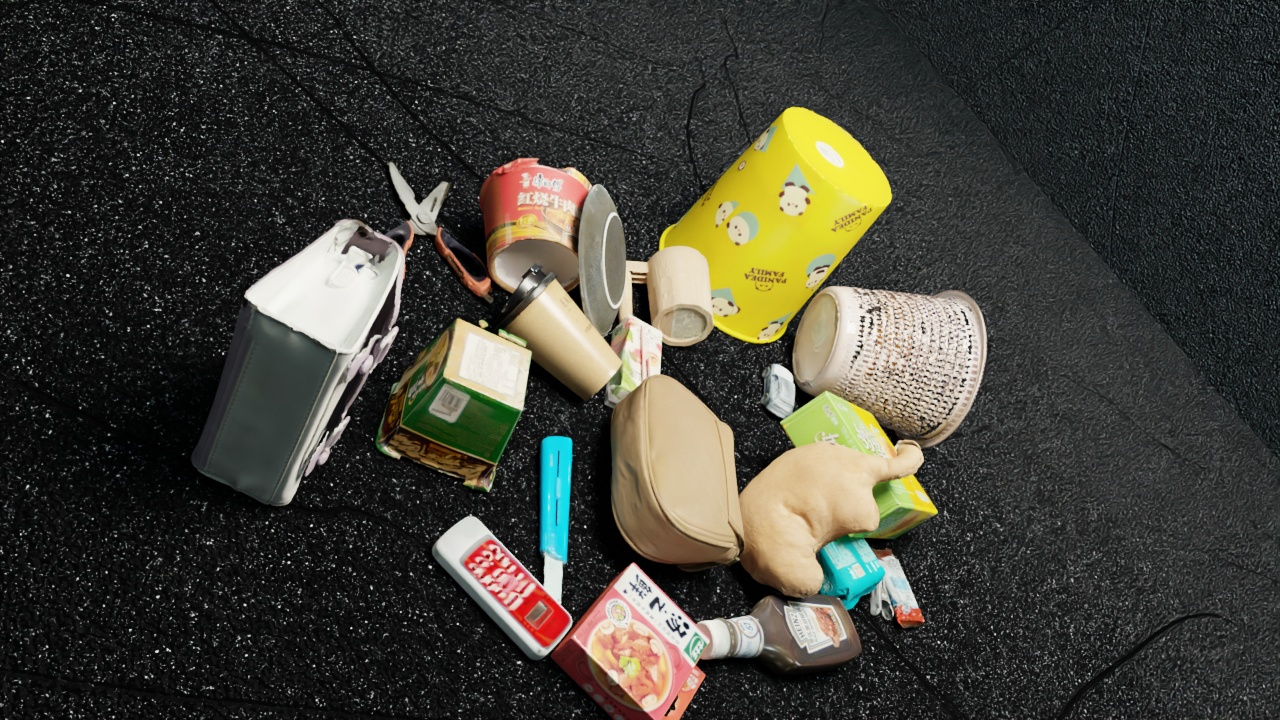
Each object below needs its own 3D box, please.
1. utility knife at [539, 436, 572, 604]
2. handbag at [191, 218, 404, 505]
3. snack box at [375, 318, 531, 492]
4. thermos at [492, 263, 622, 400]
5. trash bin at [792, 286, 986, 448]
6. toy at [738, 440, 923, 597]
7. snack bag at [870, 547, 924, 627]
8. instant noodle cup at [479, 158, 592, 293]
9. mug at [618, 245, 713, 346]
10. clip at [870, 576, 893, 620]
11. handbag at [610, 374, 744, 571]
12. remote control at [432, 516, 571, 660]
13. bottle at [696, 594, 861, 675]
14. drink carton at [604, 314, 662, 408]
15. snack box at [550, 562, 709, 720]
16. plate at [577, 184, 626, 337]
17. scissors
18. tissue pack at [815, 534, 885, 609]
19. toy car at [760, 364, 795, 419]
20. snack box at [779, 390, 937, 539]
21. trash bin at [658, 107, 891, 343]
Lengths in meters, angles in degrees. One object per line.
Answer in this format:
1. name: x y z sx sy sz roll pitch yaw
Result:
1. utility knife: -0.082 0.148 0.880 0.034 0.018 0.186 22 42 -25
2. handbag: -0.260 0.002 0.719 0.098 0.198 0.144 28 39 -14
3. snack box: -0.162 0.034 0.849 0.118 0.106 0.117 24 40 -21
4. thermos: -0.090 -0.027 0.996 0.143 0.093 0.092 44 36 -8
5. trash bin: 0.326 -0.009 1.261 0.192 0.228 0.227 14 43 -14
6. toy: 0.192 0.144 0.977 0.143 0.226 0.082 43 -6 35
7. snack bag: 0.304 0.269 1.093 0.045 0.026 0.105 5 48 -27
8. instant noodle cup: -0.119 -0.144 1.057 0.137 0.138 0.108 18 52 -28
9. mug: 0.030 -0.083 1.174 0.124 0.084 0.103 3 48 -8
10. clip: 0.279 0.273 1.070 0.026 0.024 0.056 20 45 -22
11. handbag: 0.034 0.120 0.951 0.147 0.100 0.204 30 37 -27
12. remote control: -0.119 0.196 0.796 0.136 0.020 0.055 45 37 5
13. bottle: 0.136 0.276 0.923 0.194 0.044 0.079 9 47 -35
14. drink carton: -0.006 0.006 1.067 0.053 0.046 0.122 27 39 -20
15. snack box: 0.002 0.263 0.814 0.127 0.044 0.113 44 37 3
16. plate: -0.039 -0.116 1.073 0.024 0.180 0.179 -1 38 12
17. scissors: -0.245 -0.142 1.032 0.226 0.015 0.188 49 37 12
18. tissue pack: 0.215 0.217 1.048 0.093 0.050 0.133 -6 57 -48
19. toy car: 0.185 0.039 1.217 0.043 0.034 0.090 28 37 -12
20. snack box: 0.268 0.132 1.109 0.210 0.070 0.157 21 35 -59
21. trash bin: 0.190 -0.189 1.265 0.229 0.256 0.229 24 40 -22
